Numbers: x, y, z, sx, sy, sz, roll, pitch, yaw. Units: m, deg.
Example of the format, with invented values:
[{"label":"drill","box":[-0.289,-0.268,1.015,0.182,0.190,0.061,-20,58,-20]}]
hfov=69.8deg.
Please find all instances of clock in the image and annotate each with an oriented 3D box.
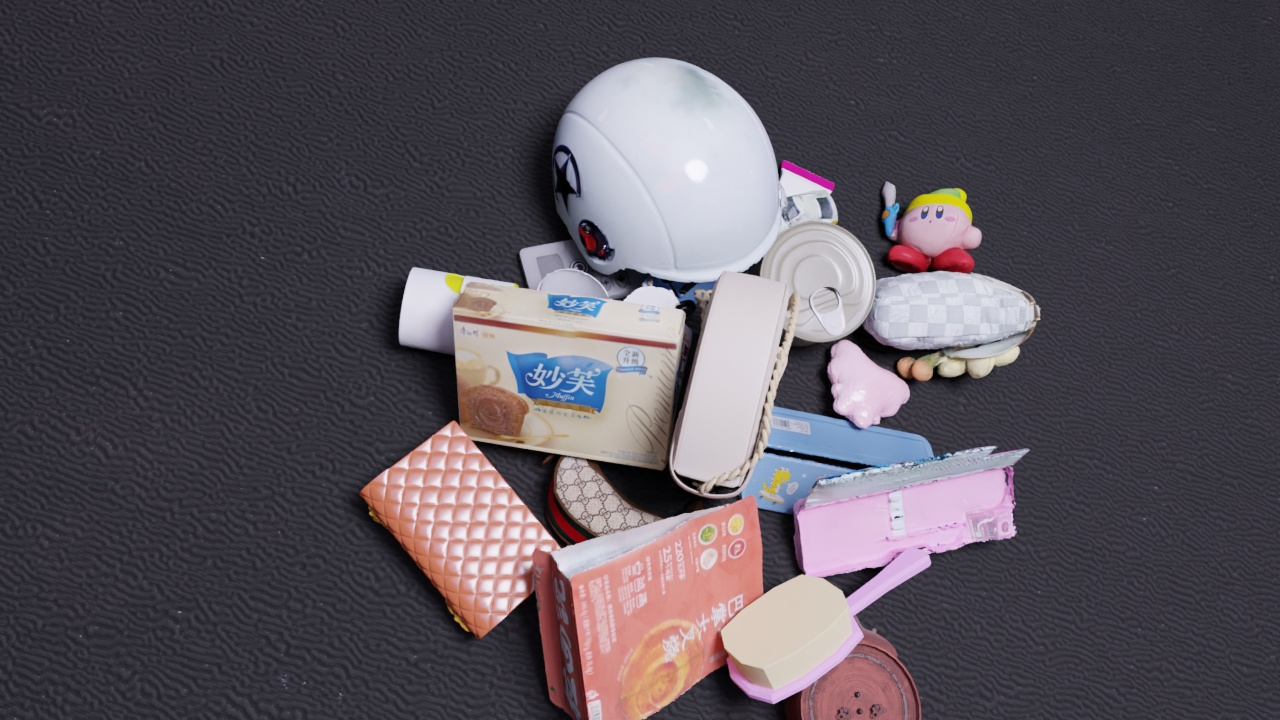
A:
[{"label":"clock","box":[0.195,0.315,0.876,0.120,0.072,0.157,-1,72,-12]}]

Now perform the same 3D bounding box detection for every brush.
[{"label":"brush","box":[0.180,0.232,0.865,0.228,0.089,0.043,-29,114,-18]}]

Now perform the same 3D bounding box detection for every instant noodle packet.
[{"label":"instant noodle packet","box":[0.025,0.225,0.834,0.220,0.084,0.164,-14,107,-27]}]

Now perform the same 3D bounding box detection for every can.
[{"label":"can","box":[0.179,-0.080,0.991,0.127,0.073,0.127,1,86,-10]}]

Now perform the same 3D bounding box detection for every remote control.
[{"label":"remote control","box":[-0.051,-0.100,1.000,0.151,0.019,0.074,-13,74,-15]}]

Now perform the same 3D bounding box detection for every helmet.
[{"label":"helmet","box":[0.028,-0.211,0.946,0.236,0.164,0.264,-26,53,-17]}]

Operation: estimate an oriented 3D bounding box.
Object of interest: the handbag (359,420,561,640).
[{"label":"handbag","box":[-0.167,0.160,0.862,0.108,0.060,0.172,-38,85,-26]}]

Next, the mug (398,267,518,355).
[{"label":"mug","box":[-0.181,-0.045,0.921,0.106,0.083,0.082,9,69,-7]}]

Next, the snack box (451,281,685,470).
[{"label":"snack box","box":[-0.069,0.016,0.861,0.207,0.154,0.055,8,36,6]}]

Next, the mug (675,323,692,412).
[{"label":"mug","box":[-0.006,0.006,0.950,0.105,0.073,0.089,5,67,21]}]

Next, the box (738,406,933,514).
[{"label":"box","box":[0.211,0.114,0.963,0.209,0.049,0.120,11,70,-7]}]

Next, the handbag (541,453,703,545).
[{"label":"handbag","box":[-0.016,0.133,0.912,0.166,0.063,0.138,34,51,6]}]

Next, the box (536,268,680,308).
[{"label":"box","box":[-0.043,-0.034,0.915,0.143,0.137,0.083,22,57,-4]}]

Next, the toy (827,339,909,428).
[{"label":"toy","box":[0.243,0.033,0.995,0.102,0.050,0.093,33,56,-2]}]

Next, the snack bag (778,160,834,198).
[{"label":"snack bag","box":[0.168,-0.141,1.061,0.070,0.016,0.196,24,68,-7]}]

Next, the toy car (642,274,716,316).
[{"label":"toy car","box":[0.055,-0.098,0.990,0.153,0.055,0.056,-43,124,-32]}]

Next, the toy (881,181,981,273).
[{"label":"toy","box":[0.344,-0.161,1.085,0.124,0.096,0.131,5,73,32]}]

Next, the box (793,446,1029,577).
[{"label":"box","box":[0.267,0.134,0.914,0.230,0.159,0.066,-10,39,-7]}]

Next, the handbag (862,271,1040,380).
[{"label":"handbag","box":[0.329,-0.037,1.009,0.171,0.112,0.123,-1,105,0]}]

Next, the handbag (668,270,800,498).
[{"label":"handbag","box":[0.077,0.023,0.853,0.103,0.210,0.208,13,83,7]}]

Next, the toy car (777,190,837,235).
[{"label":"toy car","box":[0.176,-0.166,1.044,0.105,0.033,0.048,-15,78,-17]}]
